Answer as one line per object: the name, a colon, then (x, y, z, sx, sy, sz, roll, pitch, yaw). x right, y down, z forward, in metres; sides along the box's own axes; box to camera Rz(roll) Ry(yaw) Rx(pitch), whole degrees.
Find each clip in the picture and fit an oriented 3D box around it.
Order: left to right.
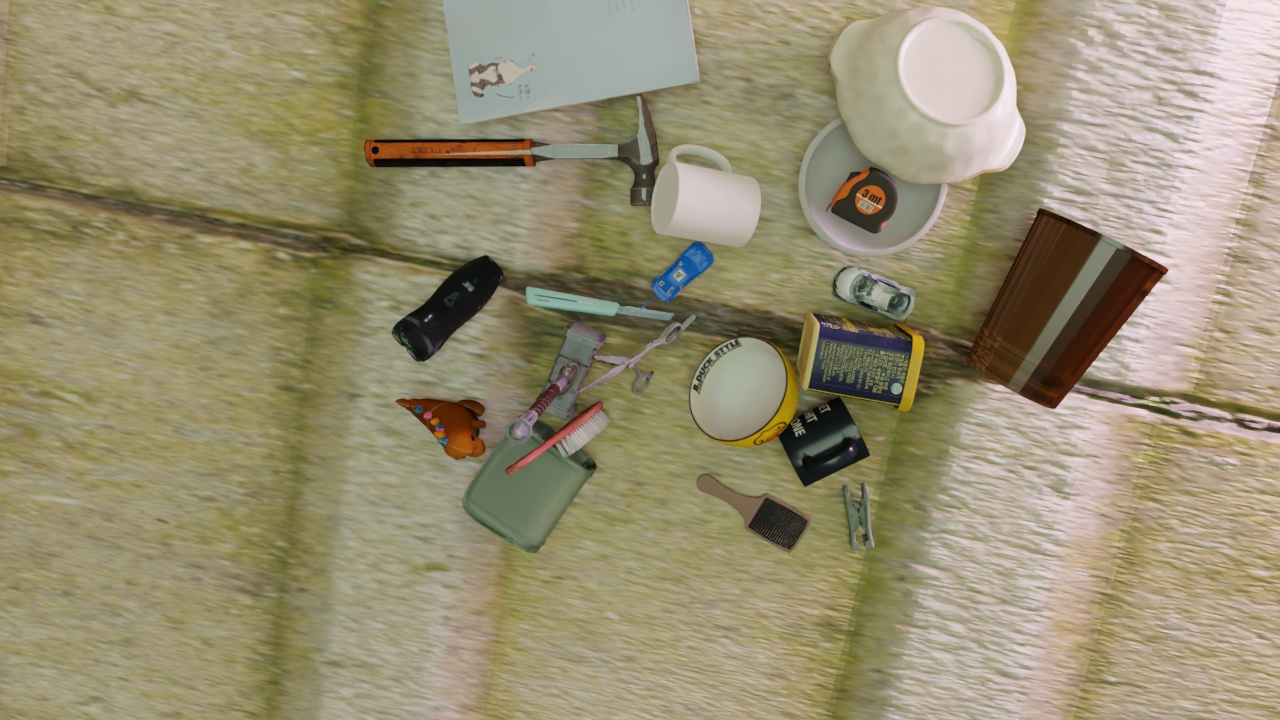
clip: (0.243, 0.173, 1.023, 0.042, 0.023, 0.076, -9, 101, 4)

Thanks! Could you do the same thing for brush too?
brush: (-0.083, 0.088, 0.961, 0.041, 0.171, 0.030, -33, 91, 33)
brush: (0.124, 0.168, 1.034, 0.135, 0.015, 0.050, 29, 101, -1)

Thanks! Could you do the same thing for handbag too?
handbag: (-0.124, 0.137, 1.020, 0.106, 0.067, 0.122, 35, 100, -1)

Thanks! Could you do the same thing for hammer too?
hammer: (-0.137, -0.235, 0.976, 0.314, 0.035, 0.138, 1, 98, 5)
hammer: (-0.086, 0.032, 0.870, 0.044, 0.321, 0.098, 23, 100, 0)

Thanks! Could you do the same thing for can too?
can: (0.219, -0.003, 0.939, 0.104, 0.135, 0.075, 10, 100, 5)

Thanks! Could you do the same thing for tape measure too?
tape measure: (0.226, -0.163, 0.916, 0.058, 0.038, 0.059, 27, 113, 0)

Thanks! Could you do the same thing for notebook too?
notebook: (-0.077, -0.352, 0.946, 0.253, 0.009, 0.181, -9, 86, 6)

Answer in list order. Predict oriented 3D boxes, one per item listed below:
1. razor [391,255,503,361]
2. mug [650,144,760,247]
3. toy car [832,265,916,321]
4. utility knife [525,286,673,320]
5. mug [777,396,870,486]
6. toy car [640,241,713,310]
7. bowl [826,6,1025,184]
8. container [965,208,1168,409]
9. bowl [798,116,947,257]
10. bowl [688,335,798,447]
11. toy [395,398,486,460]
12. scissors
razor: (-0.209, -0.058, 0.995, 0.141, 0.063, 0.053, -42, 95, 11)
mug: (0.065, -0.175, 0.947, 0.090, 0.074, 0.110, 7, 62, -20)
toy car: (0.250, -0.071, 0.978, 0.090, 0.027, 0.039, 20, 102, 1)
utility knife: (-0.046, -0.059, 1.010, 0.165, 0.015, 0.022, 9, 68, 1)
mug: (0.195, 0.091, 0.970, 0.077, 0.105, 0.071, -27, 102, 8)
toy car: (0.037, -0.086, 0.973, 0.092, 0.062, 0.033, -42, 94, 9)
bowl: (0.291, -0.270, 0.895, 0.219, 0.060, 0.188, 31, 78, -1)
container: (0.418, -0.048, 0.925, 0.132, 0.132, 0.167, 26, 106, -1)
bowl: (0.237, -0.183, 0.952, 0.149, 0.043, 0.149, 1, 99, 4)
bowl: (0.118, 0.040, 0.976, 0.117, 0.067, 0.117, -16, 61, 31)
toy: (-0.219, 0.072, 1.000, 0.103, 0.090, 0.071, 25, 101, -21)
scissors: (-0.001, -0.008, 0.964, 0.014, 0.141, 0.158, 39, 82, 25)
